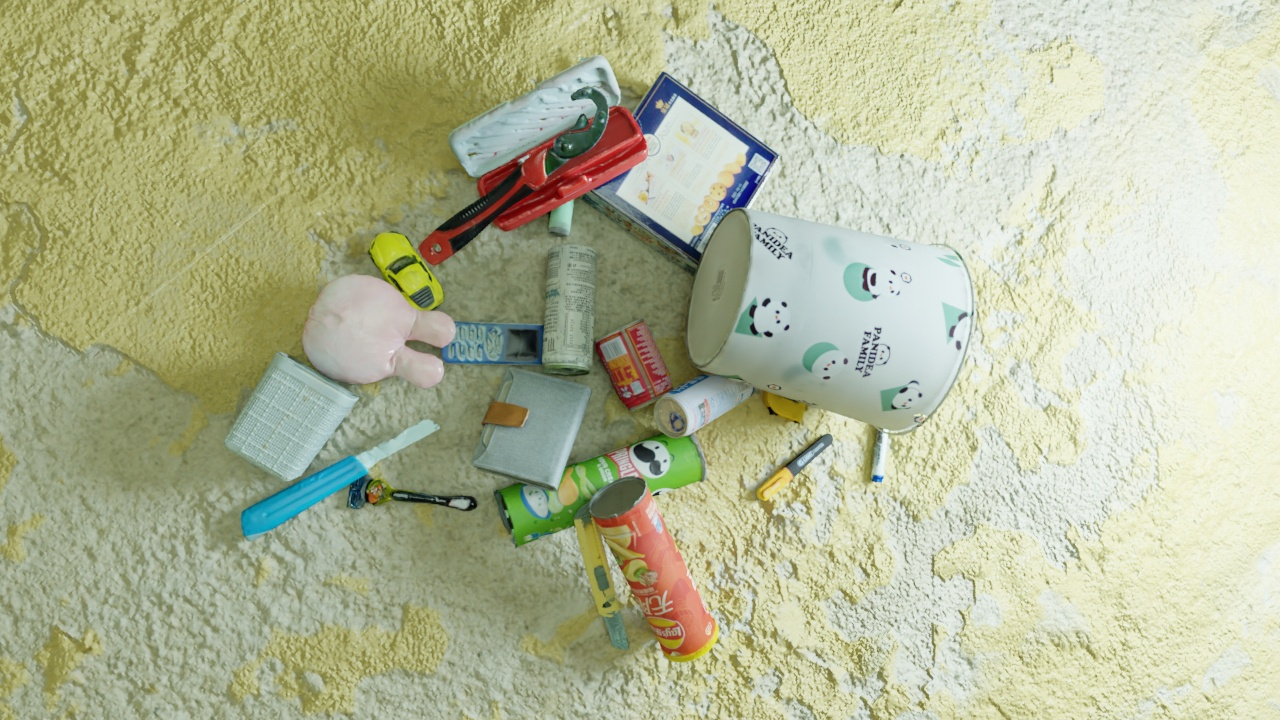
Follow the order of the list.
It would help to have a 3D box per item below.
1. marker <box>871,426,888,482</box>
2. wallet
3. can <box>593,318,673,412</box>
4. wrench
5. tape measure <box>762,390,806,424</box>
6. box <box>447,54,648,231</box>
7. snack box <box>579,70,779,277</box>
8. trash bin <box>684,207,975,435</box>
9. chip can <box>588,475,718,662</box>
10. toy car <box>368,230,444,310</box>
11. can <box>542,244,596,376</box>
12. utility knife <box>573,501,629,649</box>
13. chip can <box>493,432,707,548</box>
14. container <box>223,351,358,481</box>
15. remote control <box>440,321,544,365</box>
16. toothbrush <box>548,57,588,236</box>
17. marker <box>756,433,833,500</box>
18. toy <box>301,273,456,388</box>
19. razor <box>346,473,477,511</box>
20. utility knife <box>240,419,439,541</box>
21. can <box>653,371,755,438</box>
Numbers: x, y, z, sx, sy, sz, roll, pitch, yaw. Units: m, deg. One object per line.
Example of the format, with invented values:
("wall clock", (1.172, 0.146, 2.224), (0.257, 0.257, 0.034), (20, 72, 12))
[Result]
("marker", (0.308, 0.082, 1.164), (0.017, 0.017, 0.145), (10, 83, -12))
("wallet", (-0.123, 0.073, 1.027), (0.106, 0.037, 0.129), (15, 60, 6))
("can", (-0.006, 0.006, 1.072), (0.066, 0.066, 0.094), (-26, 91, -14))
("wrench", (-0.139, -0.197, 1.017), (0.274, 0.016, 0.056), (-39, 107, 12))
("tape measure", (0.181, 0.042, 1.132), (0.057, 0.029, 0.060), (20, 80, -10))
("box", (-0.103, -0.244, 1.034), (0.201, 0.100, 0.110), (-27, 70, 1))
("snack box", (0.049, -0.225, 1.117), (0.182, 0.046, 0.177), (34, 79, -8))
("trash bin", (0.199, -0.051, 1.034), (0.251, 0.230, 0.229), (13, 82, -15))
("chip can", (0.016, 0.233, 1.019), (0.073, 0.073, 0.217), (-31, 112, -14))
("toy car", (-0.266, -0.101, 1.041), (0.048, 0.032, 0.105), (-36, 92, -13))
("can", (-0.082, -0.058, 1.060), (0.058, 0.058, 0.146), (4, 80, -13))
("utility knife", (-0.043, 0.248, 1.038), (0.031, 0.021, 0.202), (-14, 116, -4))
("chip can", (-0.045, 0.143, 1.049), (0.235, 0.072, 0.072), (-18, 89, -13))
("container", (-0.372, 0.061, 0.973), (0.090, 0.090, 0.111), (33, 81, -8))
("remote control", (-0.167, -0.019, 1.059), (0.124, 0.024, 0.049), (2, 85, -17))
("toothbrush", (-0.082, -0.258, 1.100), (0.027, 0.026, 0.224), (4, 82, 27))
("marker", (0.192, 0.131, 1.134), (0.123, 0.015, 0.018), (-37, 98, -15))
("toy", (-0.289, -0.026, 1.014), (0.159, 0.054, 0.121), (19, 92, -6))
("razor", (-0.253, 0.153, 1.025), (0.142, 0.022, 0.042), (10, 84, -12))
("utility knife", (-0.328, 0.125, 1.005), (0.234, 0.018, 0.034), (-29, 87, -10))
("can", (0.076, 0.043, 1.065), (0.134, 0.053, 0.053), (-26, 91, -44))
